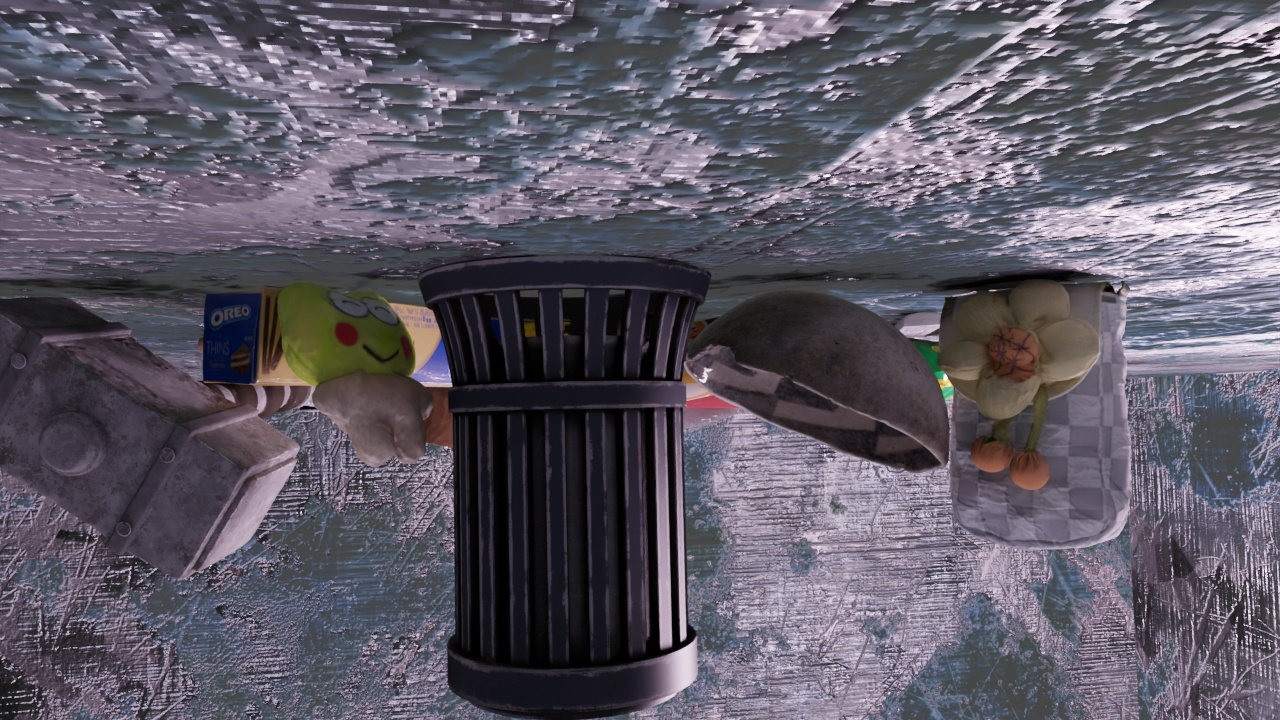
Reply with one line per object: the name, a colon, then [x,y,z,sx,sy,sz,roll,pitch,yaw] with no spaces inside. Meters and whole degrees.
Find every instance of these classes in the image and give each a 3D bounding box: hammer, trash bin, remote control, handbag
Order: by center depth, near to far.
trash bin: [-0.040,0.068,0.519,0.164,0.227,0.164,-1,177,0]
handbag: [0.248,0.037,0.585,0.113,0.171,0.123,-4,176,36]
hammer: [-0.290,0.029,0.632,0.177,0.079,0.326,33,-175,-1]
remote control: [0.239,-0.030,0.803,0.033,0.012,0.131,-4,176,9]

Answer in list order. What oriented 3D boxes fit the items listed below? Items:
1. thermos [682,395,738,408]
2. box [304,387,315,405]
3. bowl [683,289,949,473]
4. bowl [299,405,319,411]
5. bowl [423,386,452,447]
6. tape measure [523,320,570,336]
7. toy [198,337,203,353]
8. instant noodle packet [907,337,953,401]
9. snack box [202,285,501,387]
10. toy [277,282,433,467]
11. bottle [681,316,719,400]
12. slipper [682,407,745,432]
thermos: [-0.005,0.005,0.781,0.240,0.073,0.073,0,177,-8]
box: [-0.219,0.019,0.848,0.208,0.037,0.189,10,154,-21]
bowl: [0.122,0.003,0.593,0.178,0.081,0.178,25,171,4]
bowl: [-0.307,0.021,0.996,0.120,0.066,0.120,-1,177,0]
bowl: [-0.169,0.024,0.718,0.118,0.030,0.117,26,-165,-8]
tape measure: [-0.069,-0.016,0.685,0.064,0.037,0.065,-7,-170,7]
toy: [-0.337,0.010,0.772,0.074,0.085,0.106,37,136,-26]
instant noodle packet: [0.248,0.020,0.982,0.253,0.090,0.195,-9,176,36]
snack box: [-0.178,-0.011,0.606,0.056,0.057,0.206,1,179,33]
toy: [-0.156,0.007,0.515,0.046,0.115,0.092,-35,161,21]
bottle: [-0.002,0.010,0.714,0.181,0.059,0.059,-12,178,-4]
slipper: [0.077,0.021,0.901,0.247,0.074,0.112,-22,-161,35]
